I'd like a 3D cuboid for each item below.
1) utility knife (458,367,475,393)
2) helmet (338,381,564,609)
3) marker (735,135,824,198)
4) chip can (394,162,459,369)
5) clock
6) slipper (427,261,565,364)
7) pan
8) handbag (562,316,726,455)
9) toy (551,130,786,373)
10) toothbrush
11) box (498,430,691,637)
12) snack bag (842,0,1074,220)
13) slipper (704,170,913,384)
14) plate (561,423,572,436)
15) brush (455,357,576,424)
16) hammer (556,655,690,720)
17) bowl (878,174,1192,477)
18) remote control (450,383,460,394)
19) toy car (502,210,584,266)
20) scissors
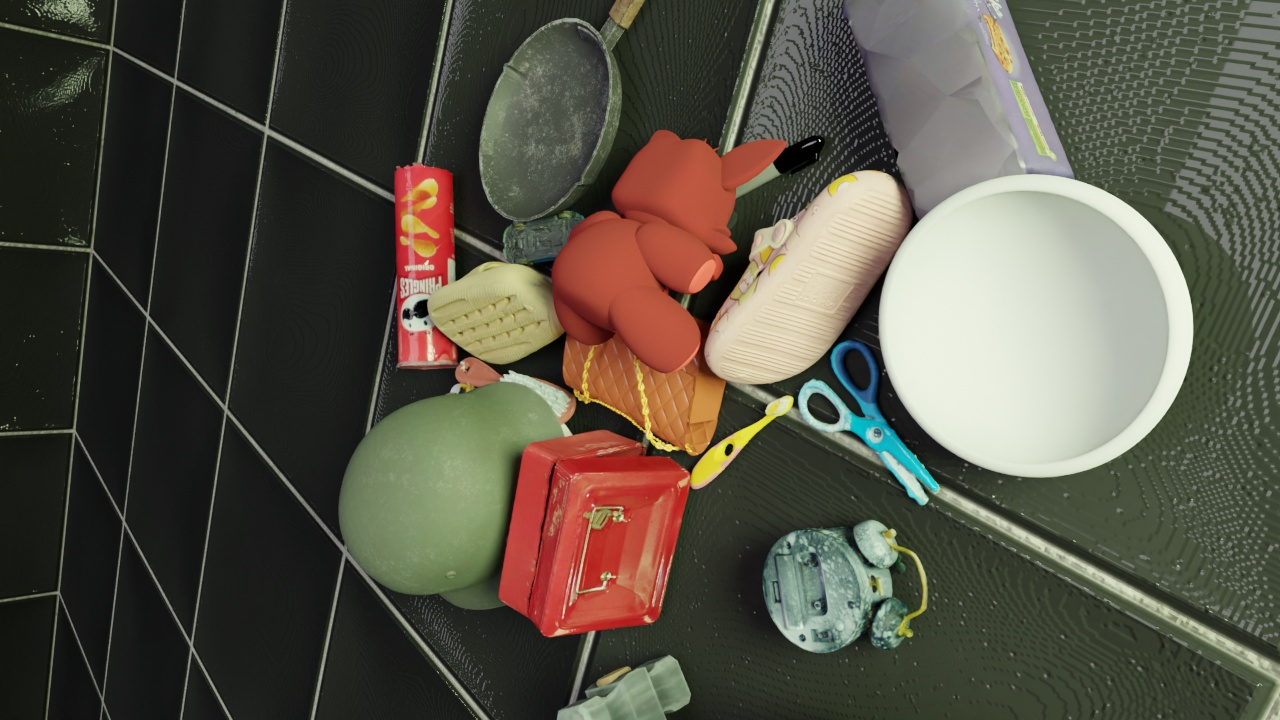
[{"bbox_3d":[-0.204,0.078,1.043,0.030,0.017,0.156,26,112,53],"label":"utility knife"},{"bbox_3d":[-0.196,0.128,0.891,0.268,0.153,0.227,-38,65,25],"label":"helmet"},{"bbox_3d":[0.095,-0.147,0.748,0.139,0.016,0.022,-24,77,46],"label":"marker"},{"bbox_3d":[-0.250,-0.108,1.071,0.073,0.073,0.233,-6,85,46],"label":"chip can"},{"bbox_3d":[0.147,0.163,0.666,0.130,0.052,0.090,-16,78,46],"label":"clock"},{"bbox_3d":[-0.135,-0.062,0.922,0.262,0.111,0.079,-12,45,61],"label":"slipper"},{"bbox_3d":[-0.043,-0.287,0.876,0.358,0.040,0.207,-49,51,25],"label":"pan"},{"bbox_3d":[-0.005,0.004,0.824,0.172,0.060,0.109,26,113,43],"label":"handbag"},{"bbox_3d":[0.016,-0.099,0.742,0.158,0.120,0.197,20,74,50],"label":"toy"},{"bbox_3d":[0.079,0.070,0.764,0.136,0.016,0.021,-47,60,35],"label":"toothbrush"},{"bbox_3d":[-0.053,0.148,0.821,0.123,0.136,0.157,29,110,49],"label":"box"},{"bbox_3d":[0.202,-0.181,0.604,0.097,0.058,0.205,-29,71,43],"label":"snack bag"},{"bbox_3d":[0.119,-0.067,0.683,0.198,0.093,0.081,-52,35,31],"label":"slipper"},{"bbox_3d":[-0.130,0.136,0.959,0.183,0.034,0.182,-1,89,41],"label":"plate"},{"bbox_3d":[-0.139,0.025,0.958,0.172,0.030,0.041,19,73,35],"label":"brush"},{"bbox_3d":[0.038,0.415,0.759,0.051,0.117,0.322,-33,75,41],"label":"hammer"},{"bbox_3d":[0.238,-0.022,0.554,0.177,0.066,0.177,11,106,42],"label":"bowl"},{"bbox_3d":[-0.190,0.088,1.049,0.043,0.013,0.136,-43,61,38],"label":"remote control"},{"bbox_3d":[-0.094,-0.122,0.934,0.105,0.032,0.048,-6,83,33],"label":"toy car"},{"bbox_3d":[0.174,0.045,0.668,0.140,0.015,0.083,50,121,37],"label":"scissors"}]
